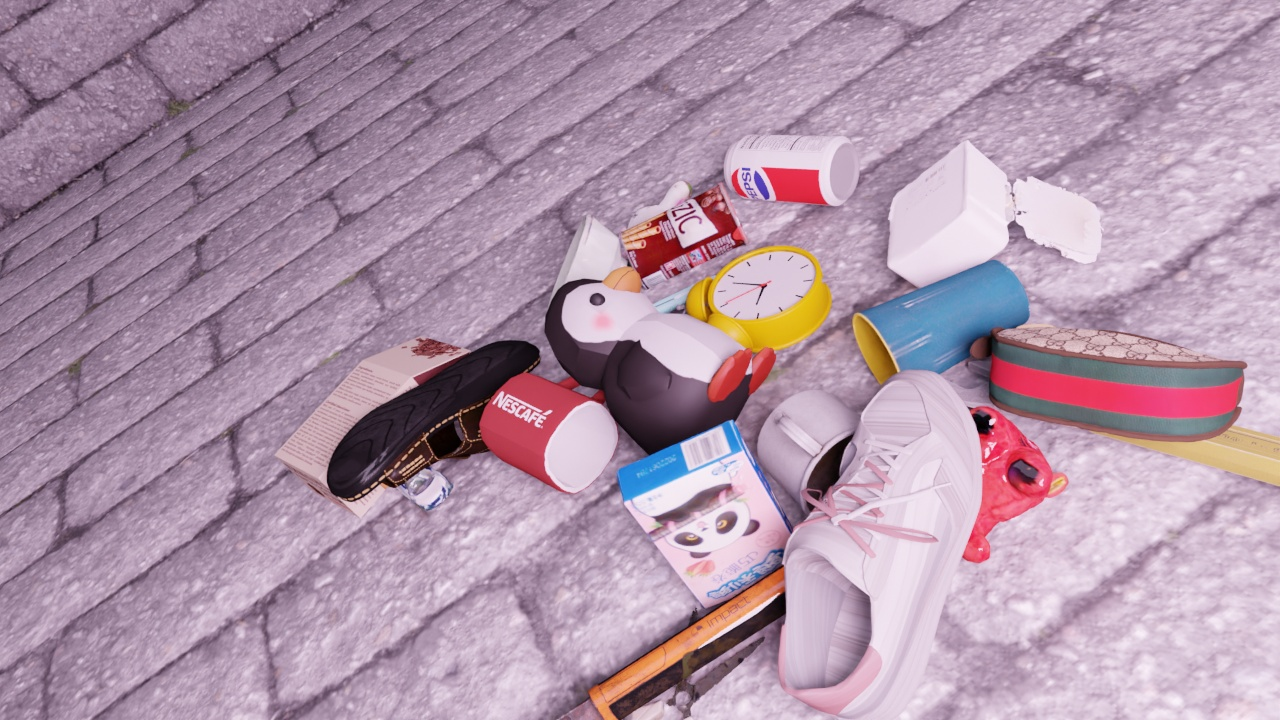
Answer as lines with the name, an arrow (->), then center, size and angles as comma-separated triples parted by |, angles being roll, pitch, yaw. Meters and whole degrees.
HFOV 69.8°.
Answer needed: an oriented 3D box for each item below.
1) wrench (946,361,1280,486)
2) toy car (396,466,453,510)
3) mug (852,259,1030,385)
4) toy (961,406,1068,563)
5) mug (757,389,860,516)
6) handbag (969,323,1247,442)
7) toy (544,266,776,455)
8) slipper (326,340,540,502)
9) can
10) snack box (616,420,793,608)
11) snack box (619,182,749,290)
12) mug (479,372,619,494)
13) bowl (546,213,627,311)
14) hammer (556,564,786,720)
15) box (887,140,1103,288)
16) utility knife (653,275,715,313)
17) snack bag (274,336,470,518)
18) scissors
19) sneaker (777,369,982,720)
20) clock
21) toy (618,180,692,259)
wrench -> 0.336, 0.043, 0.632 | 0.083, 0.018, 0.274 | -30, 34, -34
toy car -> -0.223, 0.119, 0.918 | 0.090, 0.027, 0.038 | 22, 60, 45
mug -> 0.244, -0.029, 0.741 | 0.121, 0.078, 0.078 | -26, 39, -1
toy -> 0.228, 0.096, 0.643 | 0.133, 0.094, 0.088 | -38, 66, 29
mug -> 0.130, 0.064, 0.682 | 0.084, 0.113, 0.070 | -49, 37, 4
handbag -> 0.322, 0.005, 0.638 | 0.167, 0.063, 0.138 | 11, 17, 41
toy -> -0.005, 0.005, 0.782 | 0.184, 0.158, 0.140 | 34, 105, 20
slipper -> -0.196, 0.064, 0.918 | 0.113, 0.076, 0.267 | 3, 31, 41
can -> 0.160, -0.204, 0.978 | 0.132, 0.070, 0.070 | 14, 57, 41
snack box -> 0.054, 0.113, 0.646 | 0.088, 0.154, 0.033 | -25, 42, 9
snack box -> 0.046, -0.131, 0.974 | 0.121, 0.072, 0.072 | -24, 40, 10
mug -> -0.075, 0.054, 0.848 | 0.097, 0.080, 0.116 | 19, 62, 44
bowl -> -0.052, -0.092, 0.987 | 0.117, 0.061, 0.117 | -161, 91, -79
hammer -> -0.005, 0.235, 0.629 | 0.314, 0.035, 0.137 | -32, 35, -2
box -> 0.315, -0.118, 0.798 | 0.152, 0.132, 0.107 | -39, 27, 45
utility knife -> 0.021, -0.054, 0.956 | 0.141, 0.015, 0.022 | -24, 41, 15
snack bag -> -0.276, 0.055, 0.986 | 0.094, 0.070, 0.205 | 14, 57, 41
scissors -> 0.019, 0.251, 0.636 | 0.158, 0.012, 0.170 | -19, 40, 13
sneaker -> 0.141, 0.110, 0.577 | 0.099, 0.089, 0.236 | 6, 77, 44
clock -> 0.108, -0.055, 0.871 | 0.152, 0.052, 0.113 | -26, 39, 1
toy -> 0.017, -0.153, 1.044 | 0.122, 0.038, 0.079 | -34, 46, 1
